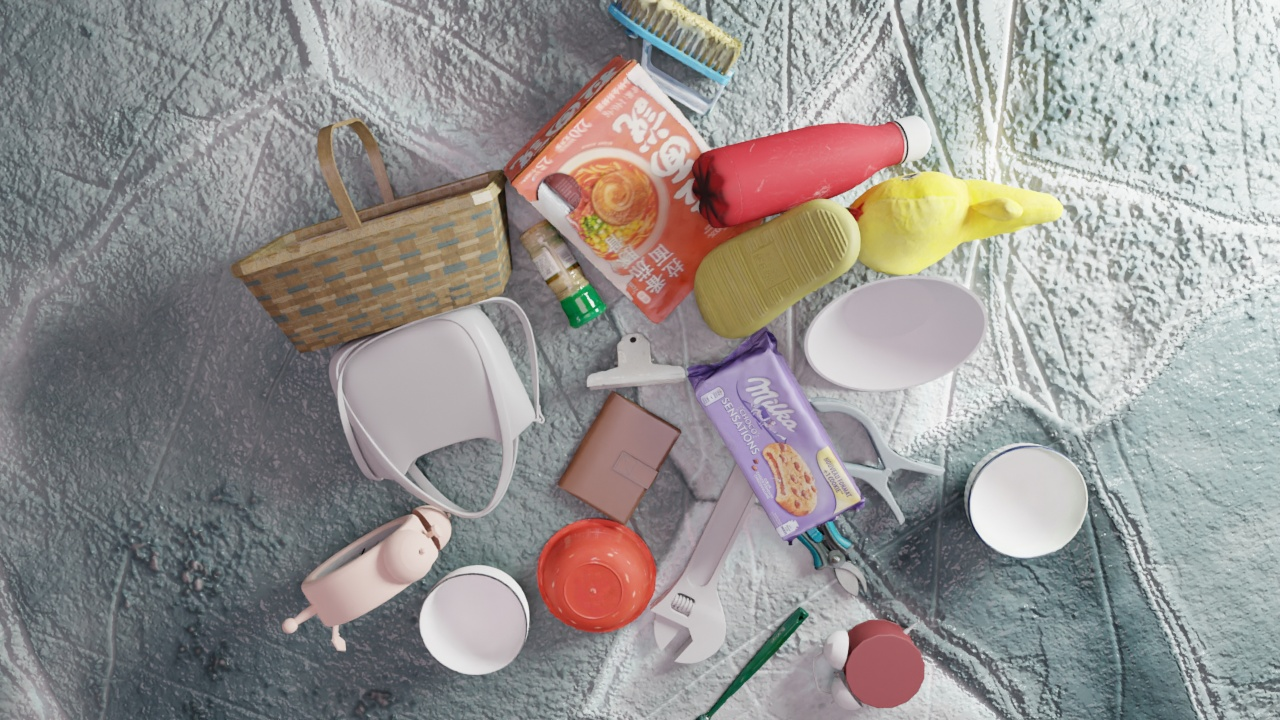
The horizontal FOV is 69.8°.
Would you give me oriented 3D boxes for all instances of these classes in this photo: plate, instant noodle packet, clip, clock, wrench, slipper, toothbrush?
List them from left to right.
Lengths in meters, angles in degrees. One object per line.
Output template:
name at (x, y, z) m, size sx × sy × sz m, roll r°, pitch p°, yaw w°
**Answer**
clock at (-0.268, 0.220, 0.938) m, size 0.160 × 0.131 × 0.086 m, roll -36°, pitch 96°, yaw 5°
clip at (-0.006, 0.007, 0.955) m, size 0.102 × 0.053 × 0.058 m, roll -5°, pitch 133°, yaw 2°
instant noodle packet at (0.000, -0.162, 0.907) m, size 0.164 × 0.084 × 0.221 m, roll -44°, pitch 114°, yaw 4°
wrench at (0.091, 0.201, 0.984) m, size 0.086 × 0.018 × 0.273 m, roll 25°, pitch 97°, yaw -2°
toothbrush at (0.118, 0.344, 1.005) m, size 0.016 × 0.017 × 0.190 m, roll 39°, pitch 98°, yaw -4°
slipper at (0.136, -0.094, 0.894) m, size 0.191 × 0.081 × 0.091 m, roll -31°, pitch 88°, yaw 39°
clock at (0.247, 0.326, 0.985) m, size 0.124 × 0.044 × 0.087 m, roll -13°, pitch 98°, yaw 3°
clip at (0.242, 0.085, 0.957) m, size 0.163 × 0.027 × 0.106 m, roll 40°, pitch 98°, yaw -5°
plate at (0.248, -0.036, 0.905) m, size 0.174 × 0.036 × 0.174 m, roll 1°, pitch 141°, yaw 0°

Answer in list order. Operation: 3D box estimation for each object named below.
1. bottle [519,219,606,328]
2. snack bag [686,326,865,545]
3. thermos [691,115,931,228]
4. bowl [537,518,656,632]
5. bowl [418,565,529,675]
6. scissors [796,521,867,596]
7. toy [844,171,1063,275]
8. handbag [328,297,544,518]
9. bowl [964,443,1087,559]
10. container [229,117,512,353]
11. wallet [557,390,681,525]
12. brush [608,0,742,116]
bottle at (-0.080, -0.088, 0.932) m, size 0.043 × 0.043 × 0.111 m, roll -32°, pitch 96°, yaw 6°
snack bag at (0.137, 0.075, 0.925) m, size 0.096 × 0.058 × 0.205 m, roll -30°, pitch 88°, yaw 19°
thermos at (0.169, -0.188, 0.876) m, size 0.239 × 0.073 × 0.073 m, roll -17°, pitch 98°, yaw -14°
bowl at (-0.048, 0.237, 0.979) m, size 0.130 × 0.045 × 0.130 m, roll 0°, pitch 98°, yaw 2°
bowl at (-0.173, 0.269, 0.978) m, size 0.113 × 0.063 × 0.113 m, roll 0°, pitch 98°, yaw 1°
scissors at (0.189, 0.190, 0.979) m, size 0.150 × 0.019 × 0.131 m, roll 9°, pitch 101°, yaw -1°
toy at (0.284, -0.134, 0.867) m, size 0.208 × 0.133 × 0.092 m, roll -11°, pitch 92°, yaw 5°
handbag at (-0.193, 0.060, 0.935) m, size 0.216 × 0.095 × 0.223 m, roll -19°, pitch 103°, yaw 6°
bowl at (0.387, 0.138, 0.943) m, size 0.118 × 0.062 × 0.118 m, roll 0°, pitch 99°, yaw 2°
container at (-0.252, -0.135, 0.874) m, size 0.250 × 0.157 × 0.186 m, roll -16°, pitch 109°, yaw 4°
wallet at (-0.023, 0.104, 0.974) m, size 0.087 × 0.013 × 0.121 m, roll 31°, pitch 98°, yaw 1°
brush at (0.027, -0.305, 0.891) m, size 0.136 × 0.055 × 0.075 m, roll 30°, pitch 120°, yaw -3°
